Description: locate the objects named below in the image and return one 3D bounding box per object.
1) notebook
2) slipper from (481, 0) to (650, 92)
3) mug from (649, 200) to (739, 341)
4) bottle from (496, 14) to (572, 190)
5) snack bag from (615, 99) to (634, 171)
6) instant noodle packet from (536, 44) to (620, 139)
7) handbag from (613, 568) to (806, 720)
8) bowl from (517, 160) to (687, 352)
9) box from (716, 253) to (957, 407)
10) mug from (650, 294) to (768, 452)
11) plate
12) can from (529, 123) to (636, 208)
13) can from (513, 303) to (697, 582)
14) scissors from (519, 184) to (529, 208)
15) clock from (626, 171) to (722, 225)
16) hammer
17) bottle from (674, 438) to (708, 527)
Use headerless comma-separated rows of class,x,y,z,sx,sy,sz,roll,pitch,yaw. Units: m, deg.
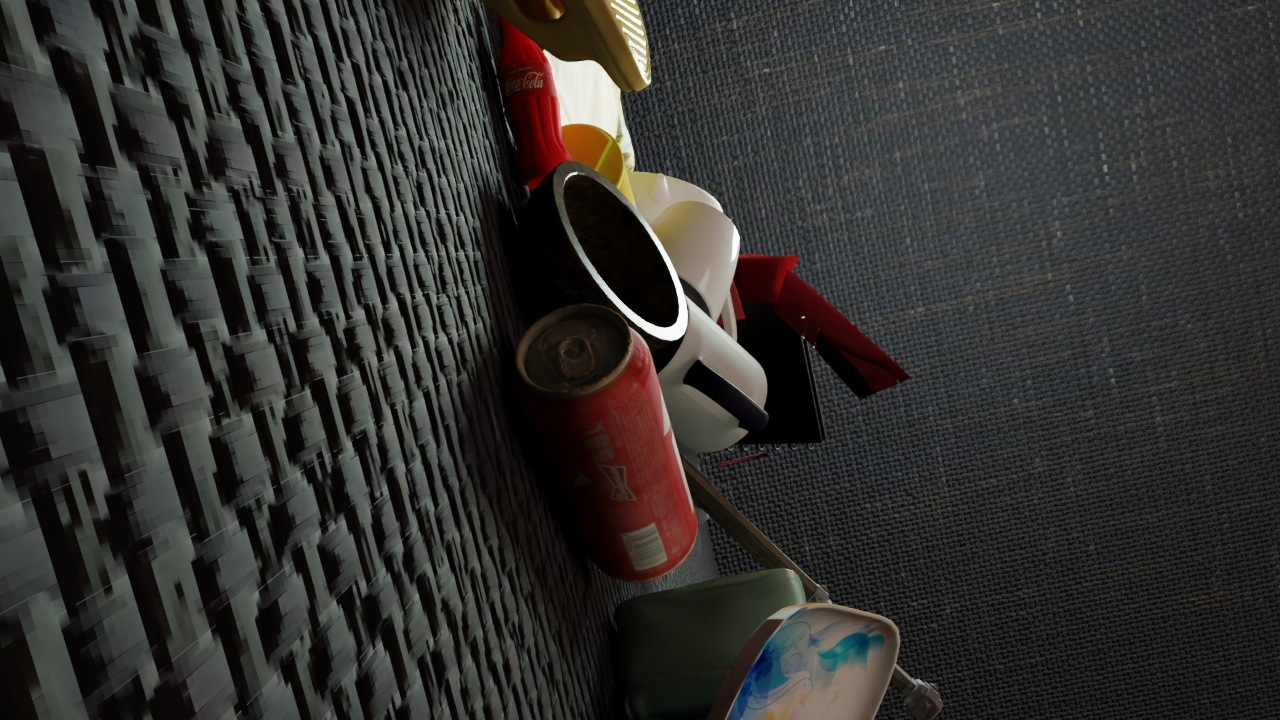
notebook,0.083,0.021,1.017,0.019,0.232,0.169,-28,108,-51
slipper,-0.076,-0.234,0.469,0.263,0.078,0.099,51,21,-42
mug,0.039,-0.054,0.685,0.114,0.081,0.087,48,47,-23
bottle,-0.071,-0.170,0.587,0.036,0.036,0.119,46,31,-83
snack bag,-0.063,-0.312,0.958,0.159,0.068,0.247,19,59,-84
instant noodle packet,-0.062,-0.238,0.748,0.163,0.084,0.221,73,12,-54
handbag,0.052,0.191,0.565,0.067,0.122,0.106,-98,174,-46
bowl,-0.031,-0.051,0.541,0.121,0.056,0.121,43,28,-30
box,0.111,-0.030,0.828,0.211,0.316,0.124,54,43,-82
mug,0.036,0.013,0.603,0.097,0.078,0.112,38,-4,-41
plate,0.071,0.215,0.489,0.187,0.016,0.187,28,86,-51
can,-0.038,-0.114,0.656,0.105,0.068,0.067,67,11,-71
can,-0.014,0.049,0.475,0.170,0.067,0.067,73,6,-47
scissors,-0.059,-0.059,0.607,0.090,0.014,0.141,-92,168,-63
clock,0.011,-0.115,0.850,0.160,0.126,0.072,27,71,-53
hammer,0.078,0.125,0.625,0.317,0.028,0.147,42,-1,11
bottle,0.033,0.105,1.017,0.072,0.046,0.161,26,-47,55
